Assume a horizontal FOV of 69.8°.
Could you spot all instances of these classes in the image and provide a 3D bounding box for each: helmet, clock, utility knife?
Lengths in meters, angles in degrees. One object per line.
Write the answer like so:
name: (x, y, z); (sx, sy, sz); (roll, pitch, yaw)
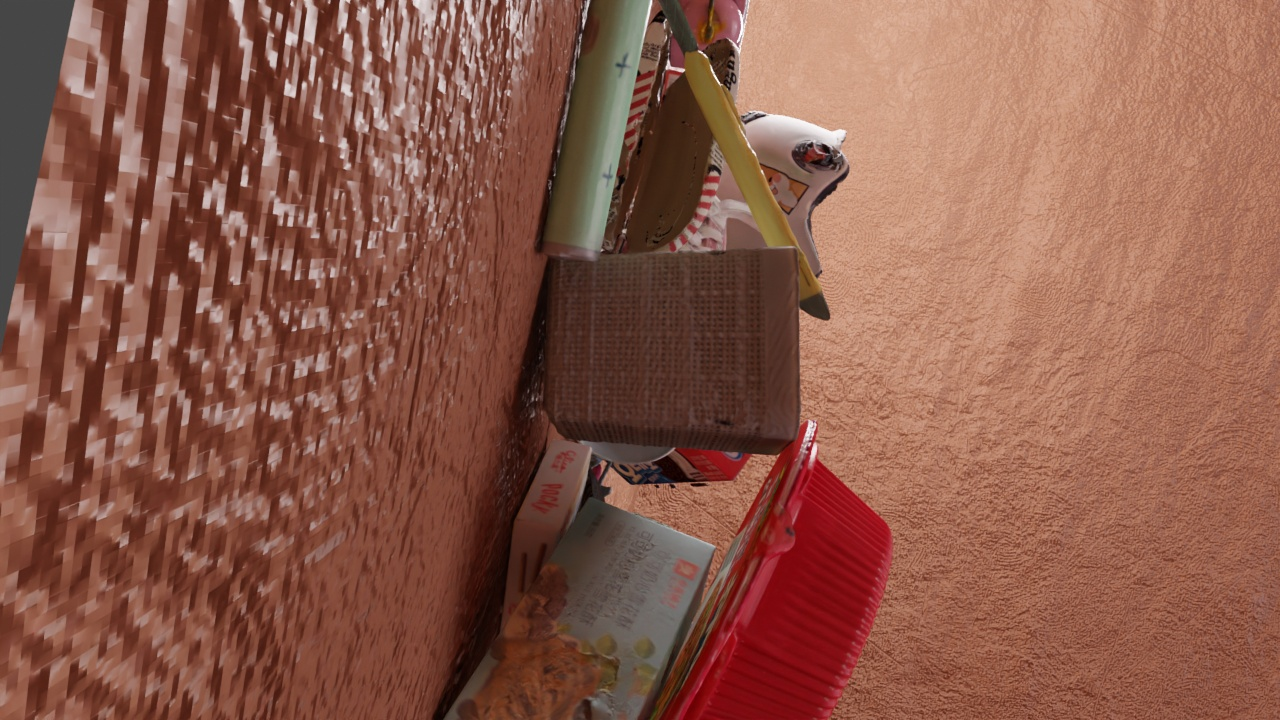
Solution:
helmet: (0.094, -0.151, 0.955); (0.231, 0.157, 0.273); (-42, -155, 64)
clock: (0.061, -0.302, 0.759); (0.158, 0.060, 0.117); (-49, 150, -80)
utility knife: (0.042, -0.118, 0.460); (0.220, 0.022, 0.031); (60, -18, -3)

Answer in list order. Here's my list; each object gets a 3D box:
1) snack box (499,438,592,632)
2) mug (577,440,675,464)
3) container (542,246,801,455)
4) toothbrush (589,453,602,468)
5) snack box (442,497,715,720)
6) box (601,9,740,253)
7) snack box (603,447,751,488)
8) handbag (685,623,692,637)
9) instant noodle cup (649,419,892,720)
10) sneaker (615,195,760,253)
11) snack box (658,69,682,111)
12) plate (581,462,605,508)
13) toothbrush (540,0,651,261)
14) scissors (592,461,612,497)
snack box: (-0.060, 0.134, 0.542); (0.084, 0.027, 0.157); (-71, 172, -63)
mug: (-0.004, 0.004, 0.664); (0.122, 0.078, 0.078); (-81, 180, -46)
container: (0.014, -0.003, 0.446); (0.090, 0.114, 0.090); (88, 3, -77)
toothbrush: (-0.027, 0.042, 0.786); (0.027, 0.026, 0.220); (61, 17, -15)
snack box: (-0.027, 0.145, 0.433); (0.174, 0.074, 0.052); (-55, 159, -50)
box: (0.023, -0.126, 0.536); (0.075, 0.083, 0.163); (109, -7, -59)
snack box: (0.025, 0.063, 0.745); (0.057, 0.058, 0.208); (-52, -168, -20)
handbag: (0.006, 0.329, 0.936); (0.076, 0.194, 0.134); (101, 2, -66)
instant noodle cup: (0.066, 0.127, 0.452); (0.193, 0.066, 0.194); (-62, 174, -13)
sneaker: (0.028, -0.074, 0.637); (0.088, 0.118, 0.240); (-59, -166, 32)
snack box: (0.036, -0.234, 0.871); (0.152, 0.025, 0.075); (-67, 170, -73)
plate: (-0.036, 0.151, 0.599); (0.179, 0.024, 0.179); (-175, -89, -77)
toothbrush: (-0.008, -0.152, 0.385); (0.026, 0.027, 0.224); (18, -83, 57)
scissors: (-0.037, 0.105, 0.740); (0.130, 0.017, 0.133); (-85, -160, -69)
